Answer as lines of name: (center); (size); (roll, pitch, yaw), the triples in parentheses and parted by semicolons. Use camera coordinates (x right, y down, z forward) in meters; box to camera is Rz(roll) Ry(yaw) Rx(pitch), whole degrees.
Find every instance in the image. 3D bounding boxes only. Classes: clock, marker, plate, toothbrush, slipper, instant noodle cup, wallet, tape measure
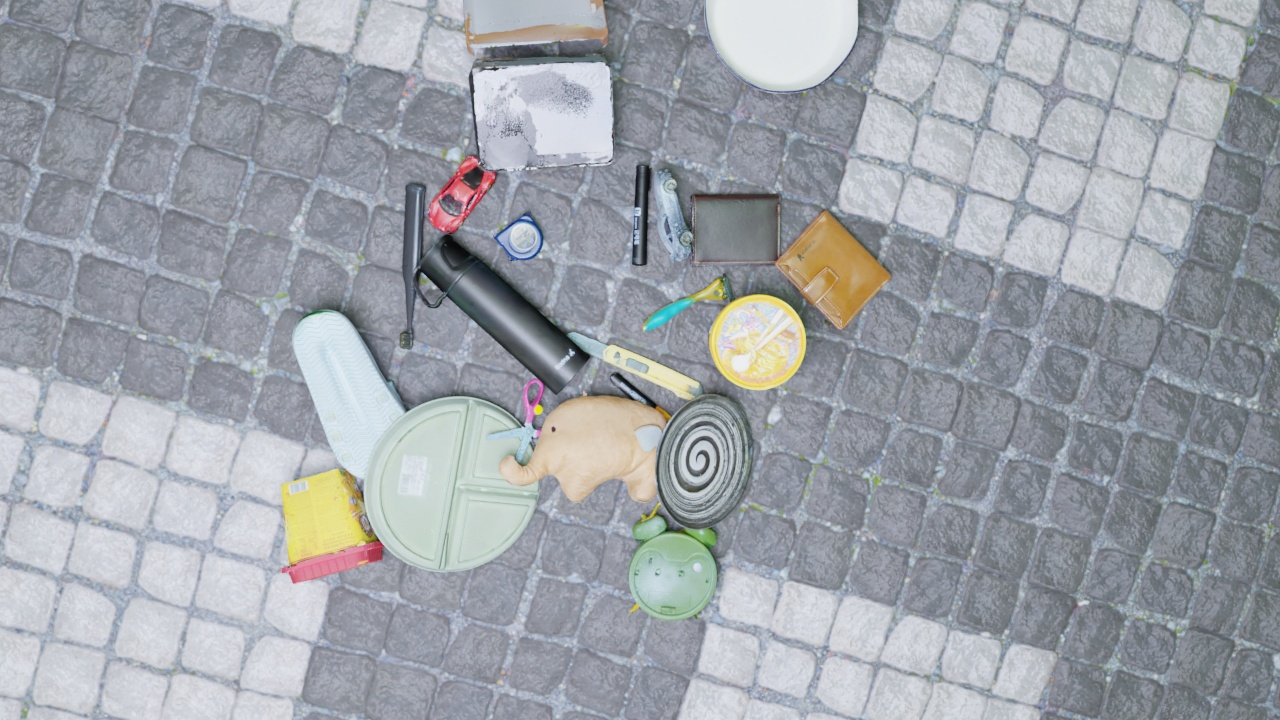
clock: (0.042, 0.264, 1.222); (0.116, 0.056, 0.161); (7, 92, -6)
marker: (0.001, -0.191, 1.215); (0.022, 0.020, 0.132); (1, 92, -34)
plate: (-0.234, 0.161, 1.173); (0.229, 0.027, 0.230); (-2, 95, -24)
plate: (0.182, -0.450, 1.205); (0.205, 0.045, 0.205); (0, 94, -5)
marker: (0.008, 0.059, 1.229); (0.124, 0.015, 0.018); (40, 85, -4)
toothbrush: (-0.298, -0.120, 1.189); (0.026, 0.027, 0.212); (6, 93, 33)
slipper: (-0.362, 0.046, 1.164); (0.104, 0.074, 0.245); (-25, 111, -10)
plate: (0.080, 0.131, 1.199); (0.179, 0.024, 0.179); (-5, 98, -39)
instant noodle cup: (0.141, -0.025, 1.186); (0.118, 0.114, 0.118); (0, 93, -5)
wallet: (0.127, -0.174, 1.227); (0.122, 0.020, 0.096); (-1, 98, -6)
tape measure: (-0.155, -0.158, 1.200); (0.058, 0.025, 0.054); (-36, 97, 2)
wallet: (0.254, -0.116, 1.234); (0.130, 0.035, 0.119); (43, 82, -7)
instant noodle cup: (-0.395, 0.207, 1.161); (0.116, 0.116, 0.123); (-16, 82, -4)

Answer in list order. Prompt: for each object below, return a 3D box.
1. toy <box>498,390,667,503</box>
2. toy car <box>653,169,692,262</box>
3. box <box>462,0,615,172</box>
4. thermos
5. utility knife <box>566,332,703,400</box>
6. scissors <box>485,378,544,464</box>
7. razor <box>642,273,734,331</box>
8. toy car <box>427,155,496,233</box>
toy: (-0.069, 0.112, 1.184); (0.226, 0.083, 0.143); (2, 79, -12)
toy car: (0.038, -0.189, 1.200); (0.036, 0.054, 0.120); (-15, 93, -6)
box: (-0.127, -0.369, 1.150); (0.179, 0.133, 0.271); (-5, 88, -5)
thermos: (-0.184, -0.051, 1.182); (0.242, 0.068, 0.090); (41, 81, -4)
utility knife: (-0.007, 0.007, 1.229); (0.208, 0.021, 0.031); (23, 85, -1)
scissors: (-0.138, 0.092, 1.195); (0.131, 0.017, 0.133); (29, 67, -29)
razor: (0.061, -0.072, 1.221); (0.132, 0.028, 0.043); (-27, 126, -6)
toy car: (-0.233, -0.214, 1.189); (0.049, 0.031, 0.106); (39, 91, -4)
